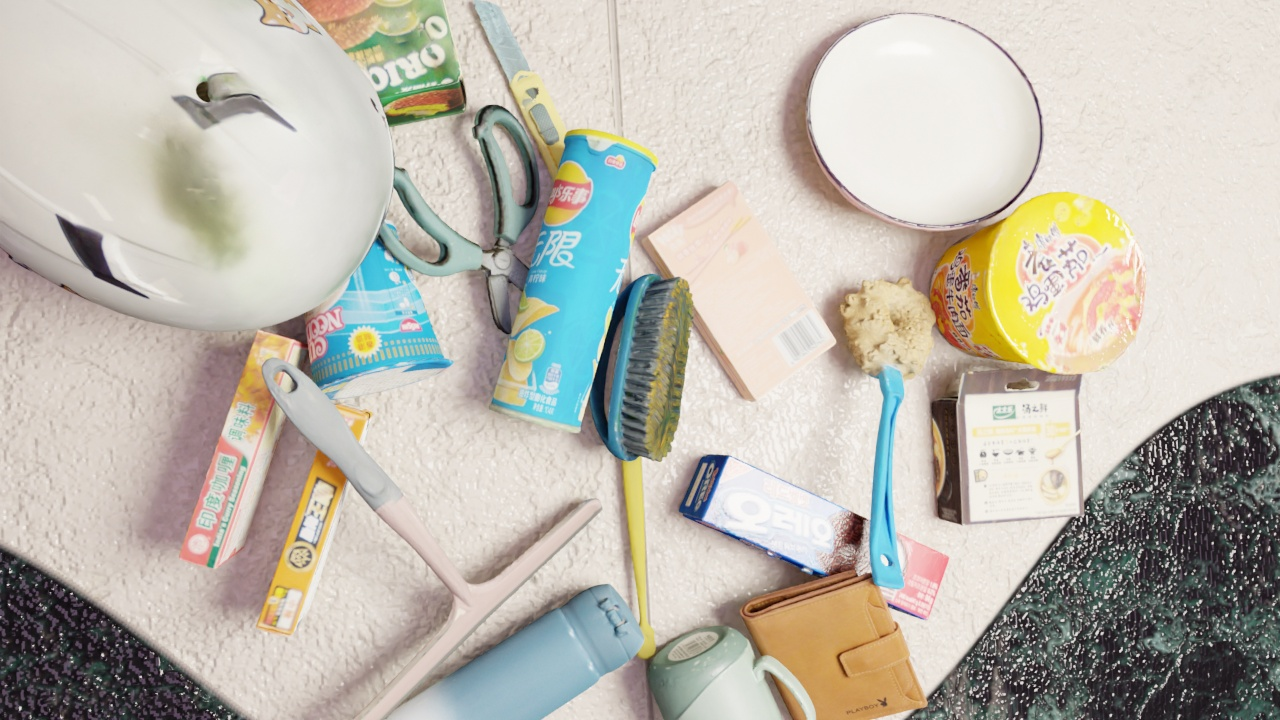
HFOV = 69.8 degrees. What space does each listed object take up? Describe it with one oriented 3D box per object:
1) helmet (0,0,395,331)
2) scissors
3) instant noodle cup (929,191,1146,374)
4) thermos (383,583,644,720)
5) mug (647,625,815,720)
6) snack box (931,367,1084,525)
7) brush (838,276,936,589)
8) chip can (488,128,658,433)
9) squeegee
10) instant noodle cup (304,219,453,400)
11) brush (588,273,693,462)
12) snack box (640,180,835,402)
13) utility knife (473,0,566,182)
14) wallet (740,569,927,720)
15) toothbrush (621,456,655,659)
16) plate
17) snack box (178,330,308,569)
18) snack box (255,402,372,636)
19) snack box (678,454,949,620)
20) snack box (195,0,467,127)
[{"bbox_3d":[-0.279,-0.128,0.511,0.274,0.157,0.230,37,95,-16],"label":"helmet"},{"bbox_3d":[-0.115,-0.115,0.671,0.170,0.019,0.180,38,62,-36],"label":"scissors"},{"bbox_3d":[0.308,-0.056,0.737,0.138,0.110,0.138,0,88,-12],"label":"instant noodle cup"},{"bbox_3d":[-0.100,0.241,0.663,0.220,0.070,0.070,-30,95,-11],"label":"thermos"},{"bbox_3d":[0.071,0.257,0.682,0.112,0.082,0.106,-23,90,24],"label":"mug"},{"bbox_3d":[0.307,0.070,0.763,0.113,0.053,0.125,-2,88,-12],"label":"snack box"},{"bbox_3d":[0.190,0.047,0.708,0.083,0.046,0.254,16,67,-22],"label":"brush"},{"bbox_3d":[-0.049,-0.057,0.670,0.071,0.071,0.210,16,88,-11],"label":"chip can"},{"bbox_3d":[-0.163,0.098,0.604,0.247,0.040,0.249,-42,116,-22],"label":"squeegee"},{"bbox_3d":[-0.193,-0.037,0.642,0.099,0.099,0.110,-15,84,-12],"label":"instant noodle cup"},{"bbox_3d":[-0.004,0.004,0.691,0.074,0.055,0.143,4,79,29],"label":"brush"},{"bbox_3d":[0.079,-0.054,0.730,0.084,0.026,0.157,-35,96,-10],"label":"snack box"},{"bbox_3d":[-0.075,-0.180,0.709,0.031,0.022,0.212,-26,90,-14],"label":"utility knife"},{"bbox_3d":[0.150,0.226,0.703,0.108,0.031,0.132,-20,113,13],"label":"wallet"},{"bbox_3d":[-0.004,0.135,0.714,0.015,0.017,0.190,-4,88,-11],"label":"toothbrush"},{"bbox_3d":[0.225,-0.188,0.743,0.192,0.039,0.192,1,75,-4],"label":"plate"},{"bbox_3d":[-0.267,0.058,0.626,0.027,0.077,0.155,18,85,-11],"label":"snack box"},{"bbox_3d":[-0.222,0.106,0.636,0.026,0.075,0.153,18,85,-11],"label":"snack box"},{"bbox_3d":[0.137,0.139,0.723,0.207,0.057,0.058,25,81,-10],"label":"snack box"},{"bbox_3d":[-0.248,-0.211,0.627,0.240,0.063,0.114,-14,85,-7],"label":"snack box"}]
